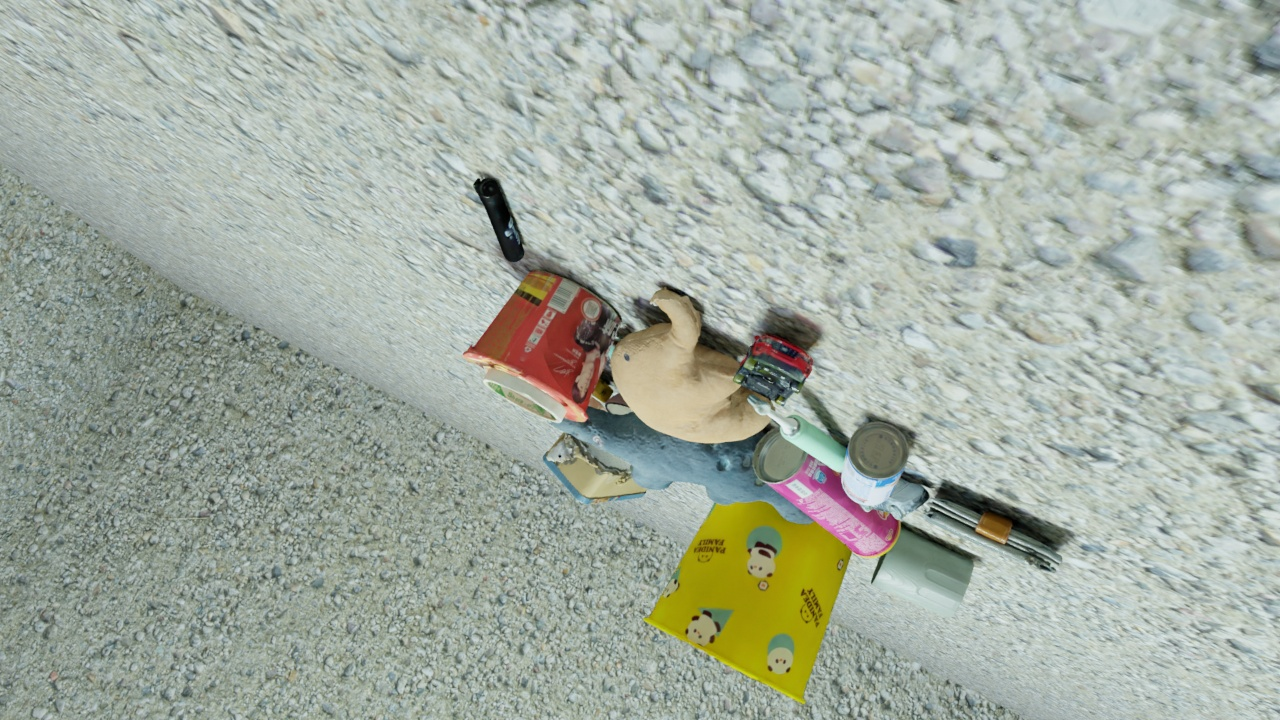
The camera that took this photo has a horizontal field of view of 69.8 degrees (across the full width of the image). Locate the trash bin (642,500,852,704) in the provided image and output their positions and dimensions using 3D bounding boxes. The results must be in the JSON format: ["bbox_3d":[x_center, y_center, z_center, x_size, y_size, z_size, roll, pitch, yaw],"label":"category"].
[{"bbox_3d":[0.161,0.281,1.214,0.229,0.255,0.230,26,166,7],"label":"trash bin"}]

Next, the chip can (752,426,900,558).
[{"bbox_3d":[0.212,0.149,1.030,0.071,0.071,0.210,11,158,50],"label":"chip can"}]

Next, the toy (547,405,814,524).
[{"bbox_3d":[0.070,0.107,1.052,0.356,0.091,0.138,20,143,-12],"label":"toy"}]

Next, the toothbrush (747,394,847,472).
[{"bbox_3d":[0.156,0.072,0.874,0.027,0.026,0.224,42,-173,36],"label":"toothbrush"}]

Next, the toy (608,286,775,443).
[{"bbox_3d":[0.035,0.012,0.859,0.144,0.082,0.226,-6,150,24],"label":"toy"}]

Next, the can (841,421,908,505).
[{"bbox_3d":[0.221,0.101,0.872,0.053,0.053,0.134,24,166,17],"label":"can"}]

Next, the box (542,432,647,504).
[{"bbox_3d":[-0.040,0.129,1.157,0.090,0.060,0.184,47,-165,25],"label":"box"}]

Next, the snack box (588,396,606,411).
[{"bbox_3d":[-0.089,0.050,1.267,0.084,0.026,0.157,37,176,5],"label":"snack box"}]

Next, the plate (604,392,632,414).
[{"bbox_3d":[0.047,0.087,1.184,0.192,0.039,0.192,26,166,7],"label":"plate"}]

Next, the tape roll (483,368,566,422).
[{"bbox_3d":[-0.112,0.035,0.886,0.086,0.014,0.086,26,166,7],"label":"tape roll"}]

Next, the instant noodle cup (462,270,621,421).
[{"bbox_3d":[-0.089,-0.017,0.919,0.138,0.108,0.138,27,167,7],"label":"instant noodle cup"}]

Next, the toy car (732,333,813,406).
[{"bbox_3d":[0.108,0.004,0.747,0.053,0.045,0.120,26,172,2],"label":"toy car"}]

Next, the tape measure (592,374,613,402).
[{"bbox_3d":[-0.061,0.029,1.199,0.060,0.029,0.057,35,174,30],"label":"tape measure"}]

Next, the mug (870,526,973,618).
[{"bbox_3d":[0.360,0.264,1.175,0.103,0.084,0.123,23,-167,15],"label":"mug"}]

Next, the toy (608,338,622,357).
[{"bbox_3d":[-0.006,0.006,0.972,0.092,0.030,0.096,42,175,1],"label":"toy"}]

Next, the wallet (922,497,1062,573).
[{"bbox_3d":[0.350,0.170,0.914,0.130,0.037,0.106,23,177,22],"label":"wallet"}]

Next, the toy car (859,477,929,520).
[{"bbox_3d":[0.262,0.139,0.961,0.034,0.042,0.091,67,161,-11],"label":"toy car"}]

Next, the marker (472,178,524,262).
[{"bbox_3d":[-0.121,-0.119,0.794,0.022,0.020,0.132,24,166,9],"label":"marker"}]
